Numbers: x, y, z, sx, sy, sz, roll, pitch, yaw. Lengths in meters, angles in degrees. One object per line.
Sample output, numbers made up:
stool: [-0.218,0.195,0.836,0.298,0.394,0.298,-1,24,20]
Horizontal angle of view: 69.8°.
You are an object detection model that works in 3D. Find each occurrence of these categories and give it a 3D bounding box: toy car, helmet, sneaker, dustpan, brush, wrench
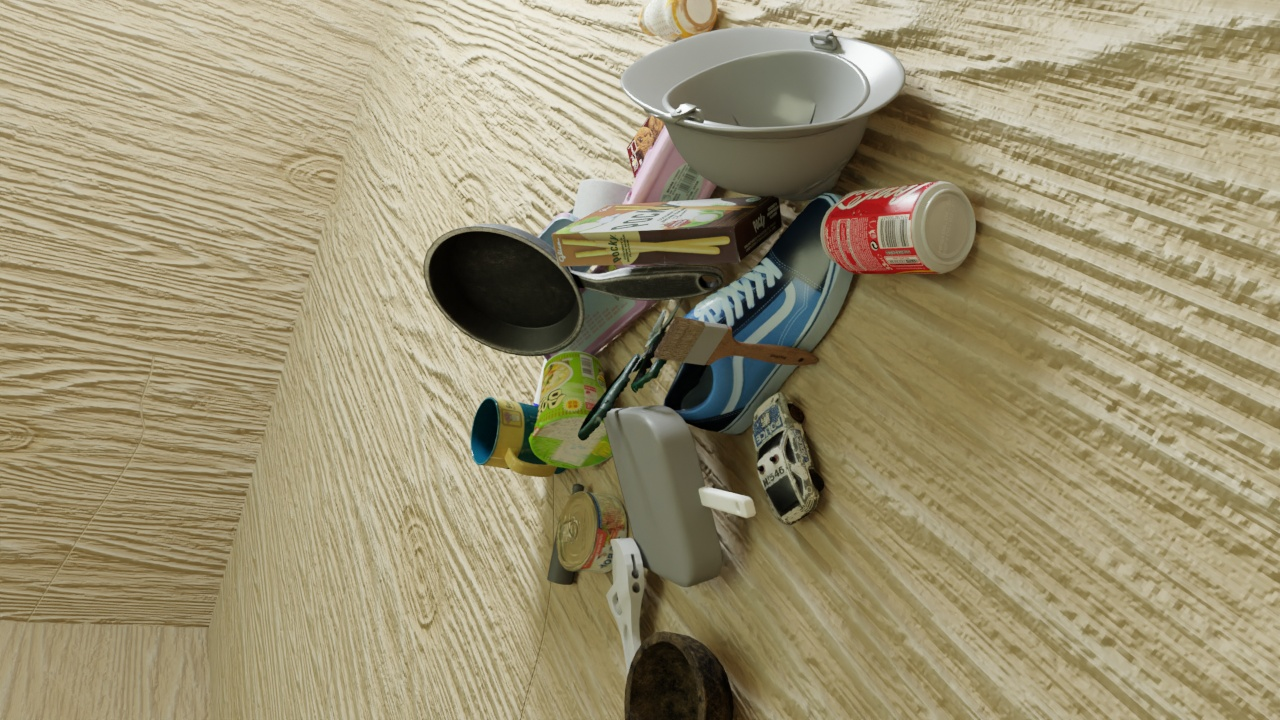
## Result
toy car: [0.115,0.079,0.759,0.049,0.040,0.112,-46,42,40]
helmet: [0.103,-0.197,0.792,0.271,0.183,0.118,31,146,45]
sneaker: [0.093,-0.037,0.779,0.242,0.098,0.083,-61,34,26]
dustpan: [0.033,0.120,0.809,0.258,0.033,0.163,171,84,-73]
brush: [0.084,-0.010,0.741,0.045,0.143,0.008,119,148,-42]
wrench: [0.000,0.301,0.876,0.087,0.018,0.272,115,149,-53]

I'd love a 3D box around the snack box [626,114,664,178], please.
snack box: [0.037,-0.265,1.016,0.141,0.031,0.051,-49,41,40]

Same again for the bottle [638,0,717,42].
bottle: [0.038,-0.389,1.030,0.109,0.063,0.063,22,99,59]

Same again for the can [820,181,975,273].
can: [0.188,-0.096,0.677,0.105,0.064,0.064,9,87,59]

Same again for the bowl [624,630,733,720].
bowl: [0.041,0.296,0.788,0.121,0.056,0.121,-28,57,52]

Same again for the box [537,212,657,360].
box: [-0.084,-0.076,1.065,0.215,0.150,0.048,-37,15,48]

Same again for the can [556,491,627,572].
can: [-0.054,0.187,0.997,0.086,0.043,0.086,-28,56,52]

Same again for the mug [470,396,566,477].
mug: [-0.136,0.102,1.102,0.083,0.107,0.113,-63,33,20]

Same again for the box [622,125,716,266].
box: [0.037,-0.199,0.956,0.202,0.087,0.102,-60,23,29]

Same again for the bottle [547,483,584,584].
bottle: [-0.081,0.197,1.051,0.030,0.030,0.113,9,87,59]

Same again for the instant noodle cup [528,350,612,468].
instant noodle cup: [-0.075,0.051,1.041,0.099,0.099,0.107,-50,32,39]

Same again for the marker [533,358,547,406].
marker: [-0.113,-0.008,1.189,0.020,0.020,0.141,20,97,59]

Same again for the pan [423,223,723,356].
pan: [-0.075,-0.082,0.979,0.358,0.187,0.055,-5,43,26]

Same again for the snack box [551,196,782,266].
snack box: [0.024,-0.119,0.847,0.186,0.100,0.032,2,115,31]

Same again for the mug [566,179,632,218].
mug: [-0.051,-0.165,1.064,0.113,0.084,0.070,10,85,31]

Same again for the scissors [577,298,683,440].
scissors: [-0.007,0.006,0.911,0.147,0.015,0.209,-47,8,25]
